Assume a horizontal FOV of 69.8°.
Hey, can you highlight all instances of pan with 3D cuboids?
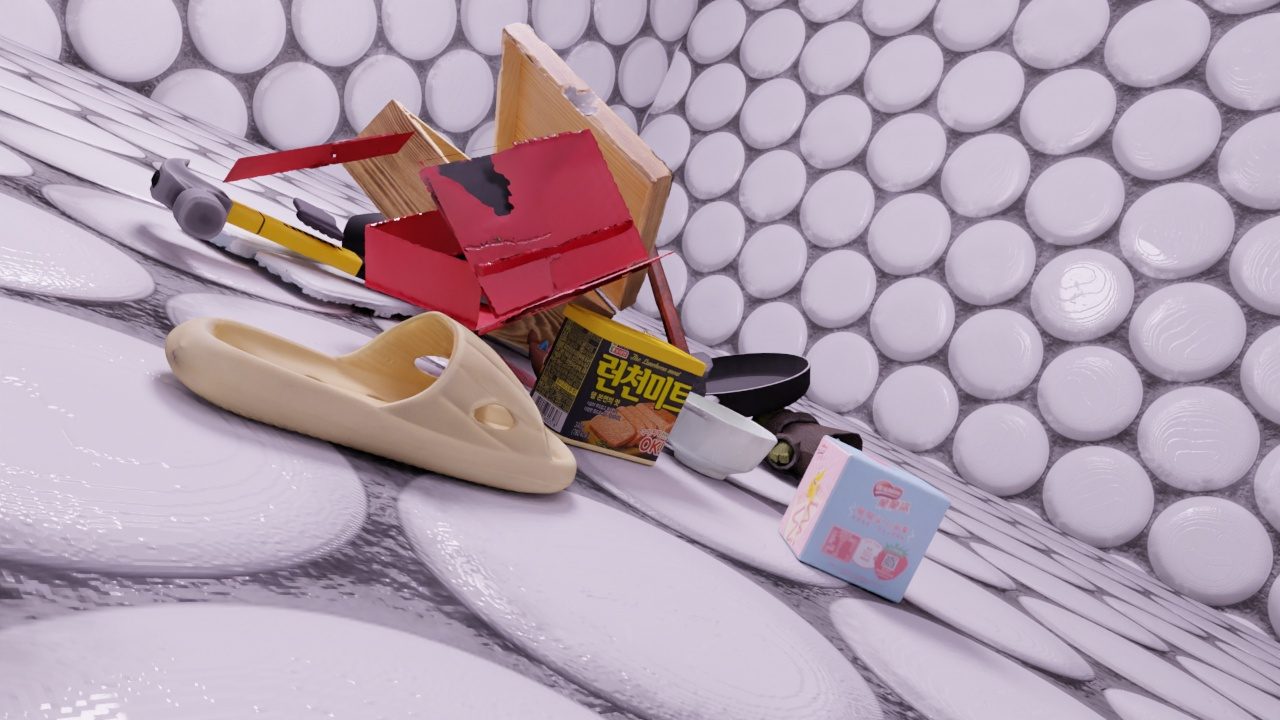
[{"bbox_3d":[0.092,0.050,1.124,0.204,0.044,0.354,-4,13,23],"label":"pan"}]

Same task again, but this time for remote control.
[{"bbox_3d":[-0.319,-0.139,0.903,0.046,0.009,0.124,28,5,-28],"label":"remote control"}]

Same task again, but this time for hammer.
[{"bbox_3d":[0.025,-0.079,1.078,0.028,0.111,0.300,-7,57,-13],"label":"hammer"},{"bbox_3d":[-0.302,-0.105,0.878,0.324,0.034,0.170,25,8,-43],"label":"hammer"}]

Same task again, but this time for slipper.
[{"bbox_3d":[-0.131,0.012,0.534,0.261,0.079,0.111,21,11,-40],"label":"slipper"}]

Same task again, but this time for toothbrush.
[{"bbox_3d":[-0.116,0.016,0.900,0.015,0.015,0.184,17,8,-39],"label":"toothbrush"}]

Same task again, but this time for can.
[{"bbox_3d":[-0.023,0.023,0.785,0.130,0.101,0.072,20,7,-43],"label":"can"}]

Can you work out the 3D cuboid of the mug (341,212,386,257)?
[{"bbox_3d":[-0.324,-0.140,1.186,0.100,0.084,0.119,15,-25,4],"label":"mug"}]

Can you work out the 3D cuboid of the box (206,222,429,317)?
[{"bbox_3d":[-0.324,-0.095,0.925,0.190,0.037,0.208,25,6,22],"label":"box"}]

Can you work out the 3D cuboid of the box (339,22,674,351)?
[{"bbox_3d":[-0.118,-0.187,1.065,0.279,0.264,0.269,47,5,21],"label":"box"}]

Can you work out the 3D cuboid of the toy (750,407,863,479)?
[{"bbox_3d":[0.198,0.107,1.128,0.179,0.078,0.153,3,14,-40],"label":"toy"}]

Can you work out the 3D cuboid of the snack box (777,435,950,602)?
[{"bbox_3d":[0.180,0.127,0.752,0.093,0.095,0.079,24,6,-7],"label":"snack box"}]

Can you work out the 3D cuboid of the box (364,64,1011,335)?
[{"bbox_3d":[0.013,-0.106,0.688,0.469,0.138,0.213,1,18,36],"label":"box"}]

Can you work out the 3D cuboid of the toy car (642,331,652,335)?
[{"bbox_3d":[-0.035,-0.009,1.294,0.112,0.047,0.047,-16,19,-10],"label":"toy car"}]

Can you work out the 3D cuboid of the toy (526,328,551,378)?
[{"bbox_3d":[-0.070,-0.012,0.920,0.103,0.090,0.070,52,18,28],"label":"toy"}]

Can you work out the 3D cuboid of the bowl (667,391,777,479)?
[{"bbox_3d":[0.070,0.078,0.902,0.117,0.061,0.117,25,6,-3],"label":"bowl"}]
